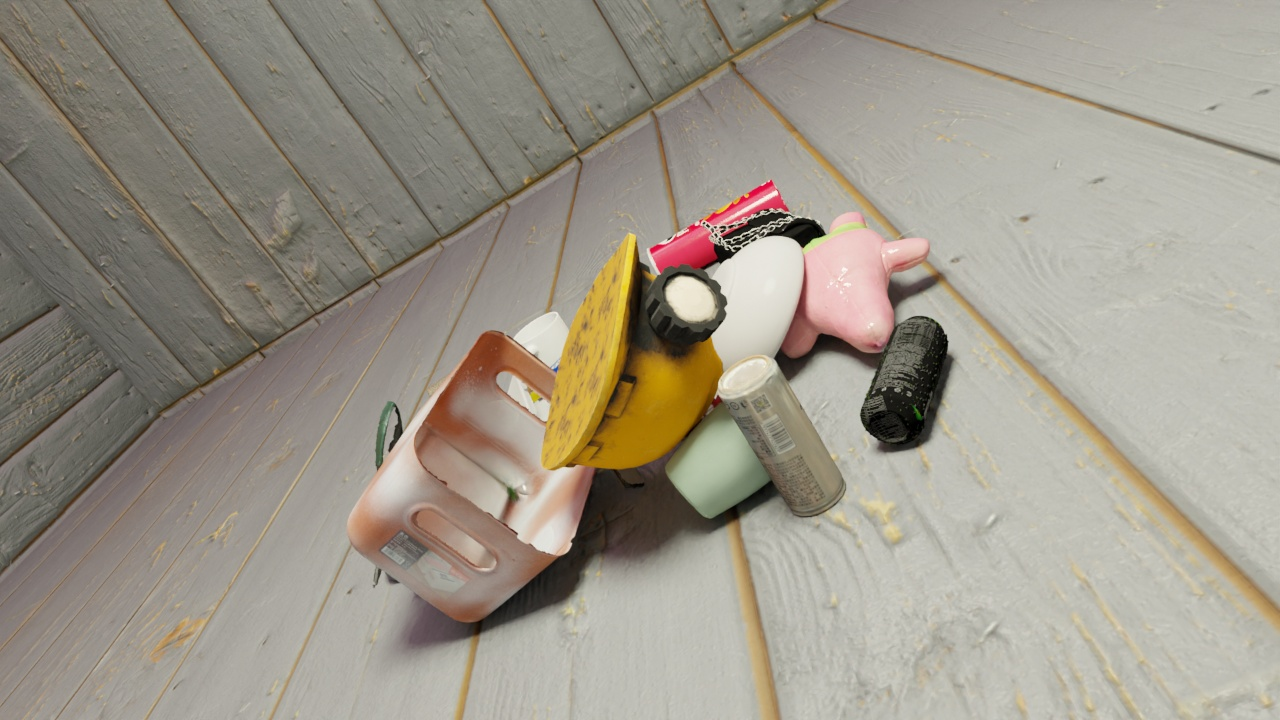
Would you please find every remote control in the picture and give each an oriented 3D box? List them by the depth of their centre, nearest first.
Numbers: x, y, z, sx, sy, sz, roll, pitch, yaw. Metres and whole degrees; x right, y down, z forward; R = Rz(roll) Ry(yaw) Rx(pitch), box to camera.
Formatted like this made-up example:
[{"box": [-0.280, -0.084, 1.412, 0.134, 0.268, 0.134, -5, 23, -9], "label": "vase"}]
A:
[{"box": [-0.041, 0.081, 0.977, 0.033, 0.136, 0.013, 4, -44, -51], "label": "remote control"}]

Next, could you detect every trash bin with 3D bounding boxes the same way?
[{"box": [-0.163, 0.117, 0.953, 0.158, 0.181, 0.259, -45, 14, 28], "label": "trash bin"}]

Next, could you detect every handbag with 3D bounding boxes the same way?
[{"box": [0.167, -0.165, 1.223, 0.125, 0.115, 0.153, -32, 16, -2], "label": "handbag"}]

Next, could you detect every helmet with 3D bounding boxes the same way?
[{"box": [0.004, 0.012, 0.852, 0.256, 0.131, 0.204, 126, 157, -53], "label": "helmet"}]

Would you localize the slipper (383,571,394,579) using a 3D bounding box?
[{"box": [-0.281, 0.181, 1.199, 0.098, 0.055, 0.268, -27, 20, 11], "label": "slipper"}]

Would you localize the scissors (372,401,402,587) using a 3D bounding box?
[{"box": [-0.266, 0.161, 1.011, 0.015, 0.204, 0.201, -3, 60, 7], "label": "scissors"}]

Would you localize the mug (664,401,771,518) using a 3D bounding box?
[{"box": [0.077, 0.082, 0.845, 0.104, 0.084, 0.111, -42, 22, 4], "label": "mug"}]

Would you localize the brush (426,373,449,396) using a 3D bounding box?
[{"box": [-0.228, 0.087, 1.198, 0.045, 0.143, 0.008, -36, 20, -32], "label": "brush"}]

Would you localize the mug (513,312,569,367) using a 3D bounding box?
[{"box": [-0.136, -0.005, 1.345, 0.081, 0.087, 0.114, -23, 23, 26], "label": "mug"}]

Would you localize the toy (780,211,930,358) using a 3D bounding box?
[{"box": [0.221, -0.073, 0.976, 0.192, 0.097, 0.236, -38, 28, 16], "label": "toy"}]

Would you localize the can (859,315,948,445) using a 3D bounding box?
[{"box": [0.233, 0.015, 0.805, 0.054, 0.054, 0.137, -16, 26, 39], "label": "can"}]

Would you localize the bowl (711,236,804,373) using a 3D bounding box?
[{"box": [0.110, -0.061, 1.017, 0.177, 0.066, 0.176, -161, 91, -78], "label": "bowl"}]

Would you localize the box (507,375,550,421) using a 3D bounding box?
[{"box": [-0.150, 0.077, 1.242, 0.067, 0.070, 0.210, -54, 20, 6], "label": "box"}]

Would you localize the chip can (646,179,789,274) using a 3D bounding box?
[{"box": [0.122, -0.197, 1.423, 0.221, 0.069, 0.069, -28, 21, 13], "label": "chip can"}]

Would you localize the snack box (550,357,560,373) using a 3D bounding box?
[{"box": [-0.052, -0.019, 1.298, 0.057, 0.056, 0.206, -7, 33, 49], "label": "snack box"}]

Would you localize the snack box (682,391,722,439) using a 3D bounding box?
[{"box": [0.039, 0.017, 0.991, 0.072, 0.121, 0.072, -29, 20, 11], "label": "snack box"}]

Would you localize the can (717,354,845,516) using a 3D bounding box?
[{"box": [0.116, 0.062, 0.757, 0.054, 0.135, 0.054, -29, 22, 12], "label": "can"}]
